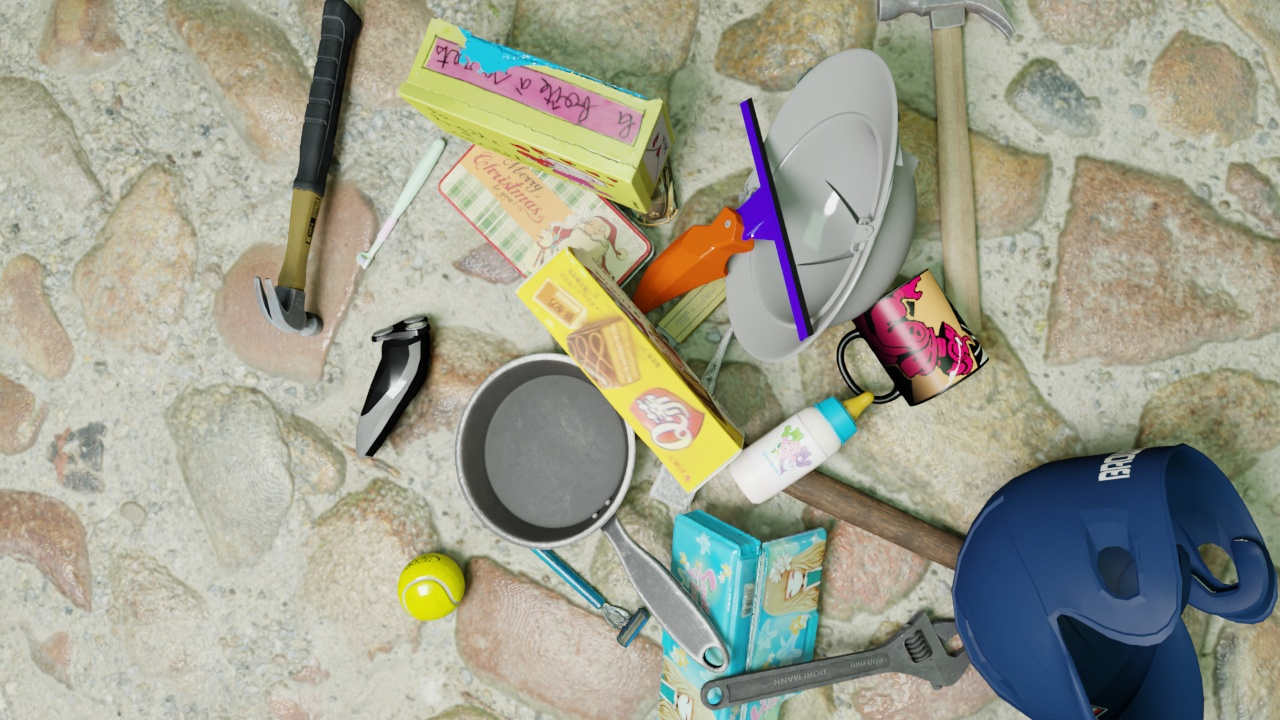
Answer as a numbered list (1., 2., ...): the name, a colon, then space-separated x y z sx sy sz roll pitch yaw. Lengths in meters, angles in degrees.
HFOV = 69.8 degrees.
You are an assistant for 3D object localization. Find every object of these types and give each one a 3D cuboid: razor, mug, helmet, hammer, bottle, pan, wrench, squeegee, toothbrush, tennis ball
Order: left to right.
1. hammer: -0.325 -0.192 0.910 0.025 0.118 0.333 9 87 5
2. razor: -0.252 0.029 0.925 0.060 0.057 0.156 12 102 -21
3. toothbrush: -0.245 -0.161 0.938 0.022 0.015 0.155 39 97 38
4. tennis ball: -0.209 0.225 0.914 0.065 0.065 0.065 0 91 8
5. razor: -0.058 0.226 0.917 0.144 0.022 0.042 38 58 10
6. pan: -0.037 0.145 0.861 0.187 0.055 0.357 -46 73 8
7. squeegee: 0.053 -0.094 0.842 0.185 0.055 0.249 -36 54 43
8. wrench: 0.107 -0.100 0.887 0.083 0.018 0.273 44 96 1
9. bottle: 0.150 0.072 0.831 0.146 0.051 0.051 -36 86 6
10. hammer: 0.184 0.089 0.872 0.300 0.037 0.218 24 94 6
11. wrench: 0.183 0.280 0.832 0.273 0.018 0.073 -6 85 -16
12. helmet: 0.183 -0.121 0.807 0.117 0.183 0.271 11 102 -32
13. mug: 0.239 -0.011 0.841 0.118 0.081 0.098 -34 86 16
14. hammer: 0.292 -0.188 0.855 0.119 0.030 0.331 -4 90 8
15. helmet: 0.374 0.216 0.751 0.224 0.231 0.272 -30 61 43

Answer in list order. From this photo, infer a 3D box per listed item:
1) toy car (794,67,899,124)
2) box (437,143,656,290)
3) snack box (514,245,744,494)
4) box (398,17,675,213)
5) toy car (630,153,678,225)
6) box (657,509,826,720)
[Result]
1. toy car: 0.193 -0.239 0.867 0.107 0.030 0.049 35 97 14
2. box: -0.091 -0.138 0.901 0.118 0.049 0.205 -44 84 6
3. snack box: -0.005 0.005 0.816 0.062 0.110 0.230 -41 88 9
4. box: -0.087 -0.214 0.815 0.221 0.124 0.081 20 90 6
5. toy car: 0.006 -0.188 0.886 0.047 0.047 0.112 -10 90 11
6. box: 0.096 0.257 0.873 0.121 0.098 0.227 -4 105 -35
